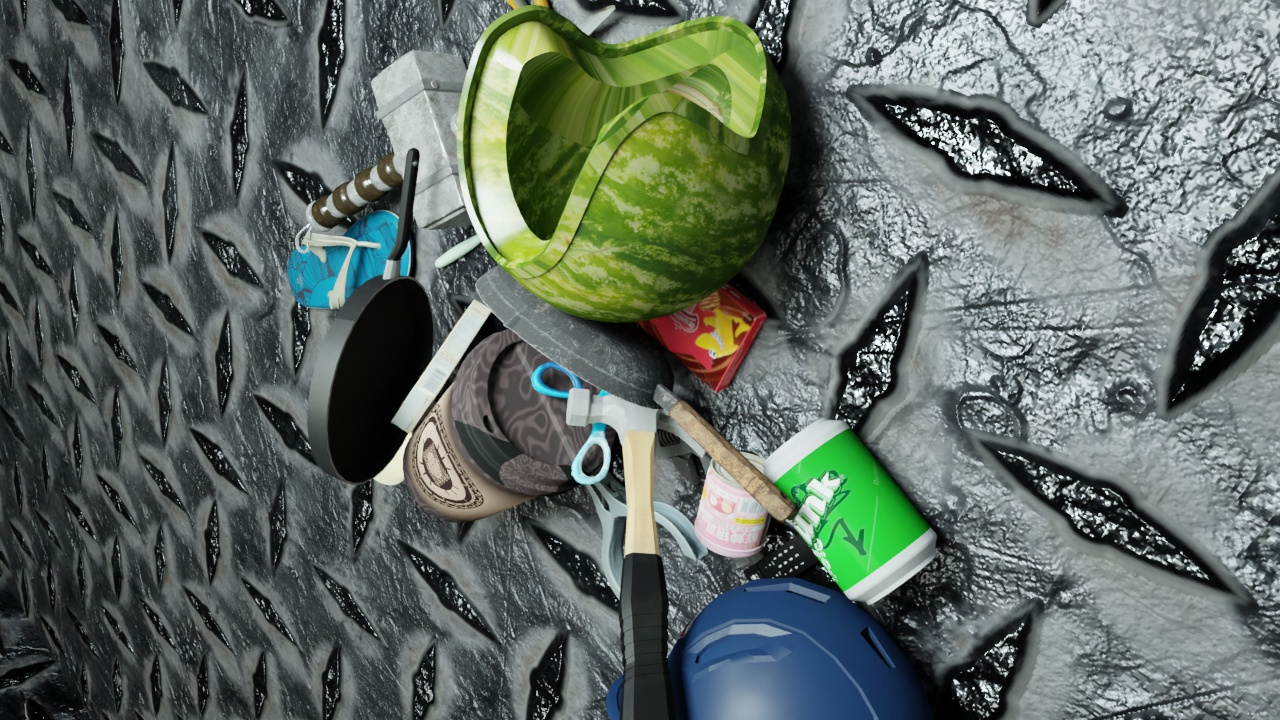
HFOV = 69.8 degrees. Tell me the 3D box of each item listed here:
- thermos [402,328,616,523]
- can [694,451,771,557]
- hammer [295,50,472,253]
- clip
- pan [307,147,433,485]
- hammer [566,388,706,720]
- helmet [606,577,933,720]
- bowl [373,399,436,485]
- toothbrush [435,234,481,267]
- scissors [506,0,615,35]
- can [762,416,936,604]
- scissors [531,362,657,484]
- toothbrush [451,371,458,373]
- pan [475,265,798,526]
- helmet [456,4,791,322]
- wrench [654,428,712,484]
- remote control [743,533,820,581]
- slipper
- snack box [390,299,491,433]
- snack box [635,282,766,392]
[{"bbox_3d":[-0.152,0.082,0.977,0.227,0.172,0.172,-35,79,48],"label":"thermos"},{"bbox_3d":[0.089,0.132,0.842,0.067,0.067,0.076,27,118,33],"label":"can"},{"bbox_3d":[-0.303,-0.206,1.054,0.327,0.079,0.177,-18,90,37],"label":"hammer"},{"bbox_3d":[0.000,0.198,0.968,0.165,0.032,0.166,12,110,37],"label":"clip"},{"bbox_3d":[-0.268,-0.044,0.953,0.034,0.225,0.357,14,105,10],"label":"pan"},{"bbox_3d":[0.001,0.154,0.771,0.039,0.131,0.327,104,168,-47],"label":"hammer"},{"bbox_3d":[0.105,0.292,0.766,0.273,0.232,0.223,2,84,26],"label":"helmet"},{"bbox_3d":[-0.304,0.075,1.160,0.151,0.075,0.151,13,111,39],"label":"bowl"},{"bbox_3d":[-0.188,-0.136,1.039,0.155,0.015,0.022,-24,52,42],"label":"toothbrush"},{"bbox_3d":[-0.102,-0.299,0.910,0.225,0.016,0.231,58,134,18],"label":"scissors"},{"bbox_3d":[0.170,0.122,0.755,0.140,0.087,0.088,53,130,16],"label":"can"},{"bbox_3d":[-0.049,0.048,0.889,0.140,0.133,0.011,29,164,-2],"label":"scissors"},{"bbox_3d":[-0.263,0.020,1.088,0.181,0.010,0.010,-2,103,7],"label":"toothbrush"},{"bbox_3d":[0.003,0.015,0.782,0.357,0.207,0.040,38,102,26],"label":"pan"},{"bbox_3d":[-0.002,-0.146,0.721,0.213,0.246,0.244,42,131,35],"label":"helmet"},{"bbox_3d":[-0.006,0.005,0.922,0.073,0.018,0.273,-45,71,38],"label":"wrench"},{"bbox_3d":[0.146,0.178,0.844,0.030,0.009,0.140,56,131,14],"label":"remote control"},{"bbox_3d":[-0.397,-0.117,1.198,0.296,0.060,0.118,-6,102,42],"label":"slipper"},{"bbox_3d":[-0.221,0.005,1.024,0.026,0.149,0.082,34,135,-10],"label":"snack box"},{"bbox_3d":[0.047,-0.045,0.857,0.133,0.021,0.089,42,125,24],"label":"snack box"}]
